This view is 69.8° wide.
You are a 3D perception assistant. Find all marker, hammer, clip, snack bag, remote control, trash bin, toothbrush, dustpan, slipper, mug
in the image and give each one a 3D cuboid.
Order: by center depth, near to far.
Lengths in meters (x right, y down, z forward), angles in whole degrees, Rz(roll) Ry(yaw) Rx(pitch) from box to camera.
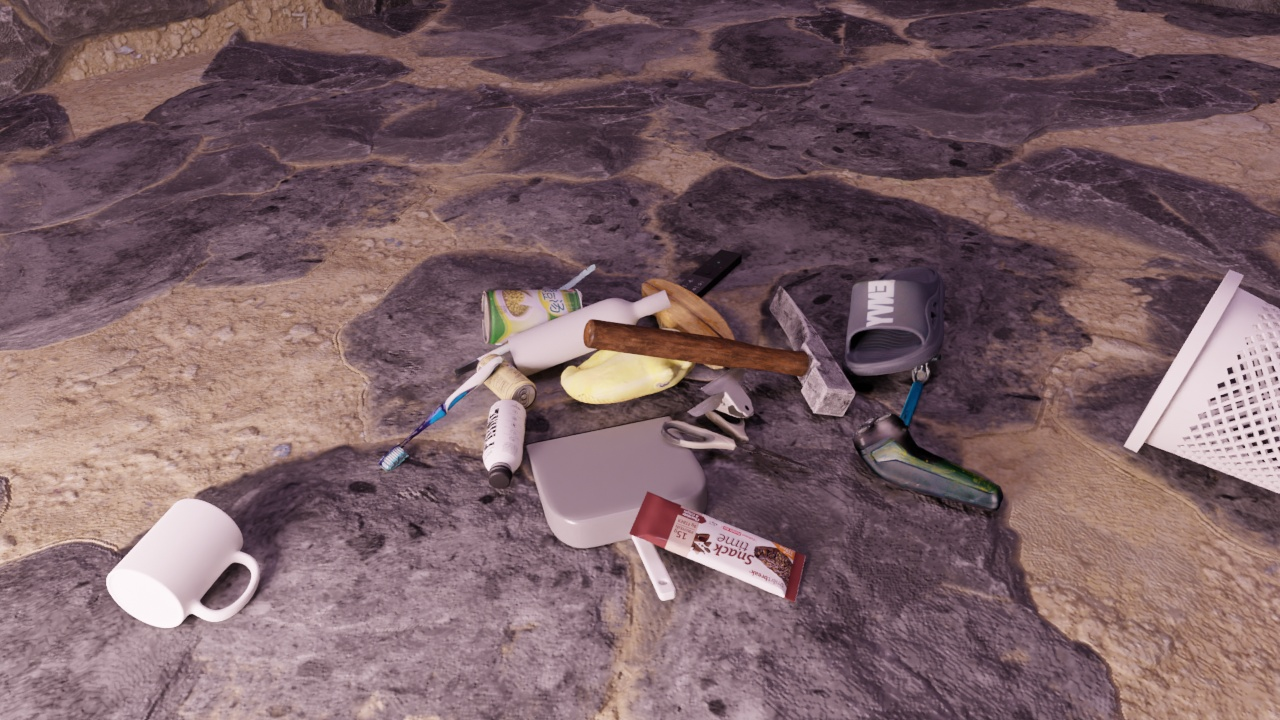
[{"bbox_3d":[0.071,0.167,0.833,0.158,0.013,0.056,22,42,6],"label":"snack bag"},{"bbox_3d":[-0.405,0.192,0.836,0.110,0.074,0.090,26,38,-2],"label":"mug"},{"bbox_3d":[0.605,0.045,0.862,0.200,0.196,0.194,31,46,26],"label":"trash bin"},{"bbox_3d":[-0.011,0.141,0.902,0.163,0.033,0.257,-11,26,-12],"label":"dustpan"},{"bbox_3d":[0.097,0.039,1.018,0.052,0.058,0.101,-4,14,34],"label":"clip"},{"bbox_3d":[-0.216,0.056,1.021,0.017,0.016,0.188,31,61,26],"label":"toothbrush"},{"bbox_3d":[0.073,-0.033,1.039,0.300,0.037,0.217,8,34,-21],"label":"hammer"},{"bbox_3d":[0.312,-0.070,1.113,0.111,0.083,0.267,-3,28,28],"label":"slipper"},{"bbox_3d":[-0.169,-0.015,1.158,0.151,0.011,0.011,-29,42,-32],"label":"marker"},{"bbox_3d":[0.091,-0.117,1.278,0.034,0.013,0.149,18,40,28],"label":"remote control"}]

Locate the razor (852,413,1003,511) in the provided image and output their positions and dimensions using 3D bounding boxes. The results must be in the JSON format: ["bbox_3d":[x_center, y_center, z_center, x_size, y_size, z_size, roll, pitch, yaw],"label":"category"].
[{"bbox_3d":[0.283,0.101,0.902,0.151,0.067,0.053,24,31,22],"label":"razor"}]

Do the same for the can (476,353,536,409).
[{"bbox_3d":[-0.157,0.025,1.073,0.038,0.038,0.079,-25,40,-28],"label":"can"}]

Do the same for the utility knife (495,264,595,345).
[{"bbox_3d":[-0.126,-0.076,1.204,0.022,0.015,0.178,34,62,30],"label":"utility knife"}]

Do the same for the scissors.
[{"bbox_3d":[0.097,0.085,0.971,0.165,0.013,0.157,4,27,-9],"label":"scissors"}]

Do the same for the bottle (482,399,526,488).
[{"bbox_3d":[-0.145,0.090,0.975,0.041,0.041,0.115,-4,34,0],"label":"bottle"}]

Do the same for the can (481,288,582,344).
[{"bbox_3d":[-0.134,-0.055,1.146,0.120,0.067,0.067,-2,33,-16],"label":"can"}]

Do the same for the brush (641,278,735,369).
[{"bbox_3d":[0.057,-0.050,1.158,0.059,0.043,0.195,-22,39,-22],"label":"brush"}]

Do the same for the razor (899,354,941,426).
[{"bbox_3d":[0.304,0.041,1.026,0.042,0.022,0.143,-4,35,33],"label":"razor"}]

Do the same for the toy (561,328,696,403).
[{"bbox_3d":[-0.006,0.006,1.064,0.170,0.065,0.155,-28,23,-36],"label":"toy"}]

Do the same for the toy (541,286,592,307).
[{"bbox_3d":[-0.091,-0.077,1.223,0.112,0.030,0.049,17,28,26],"label":"toy"}]

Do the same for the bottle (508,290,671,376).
[{"bbox_3d":[-0.058,-0.039,1.098,0.195,0.052,0.052,-21,35,4],"label":"bottle"}]
